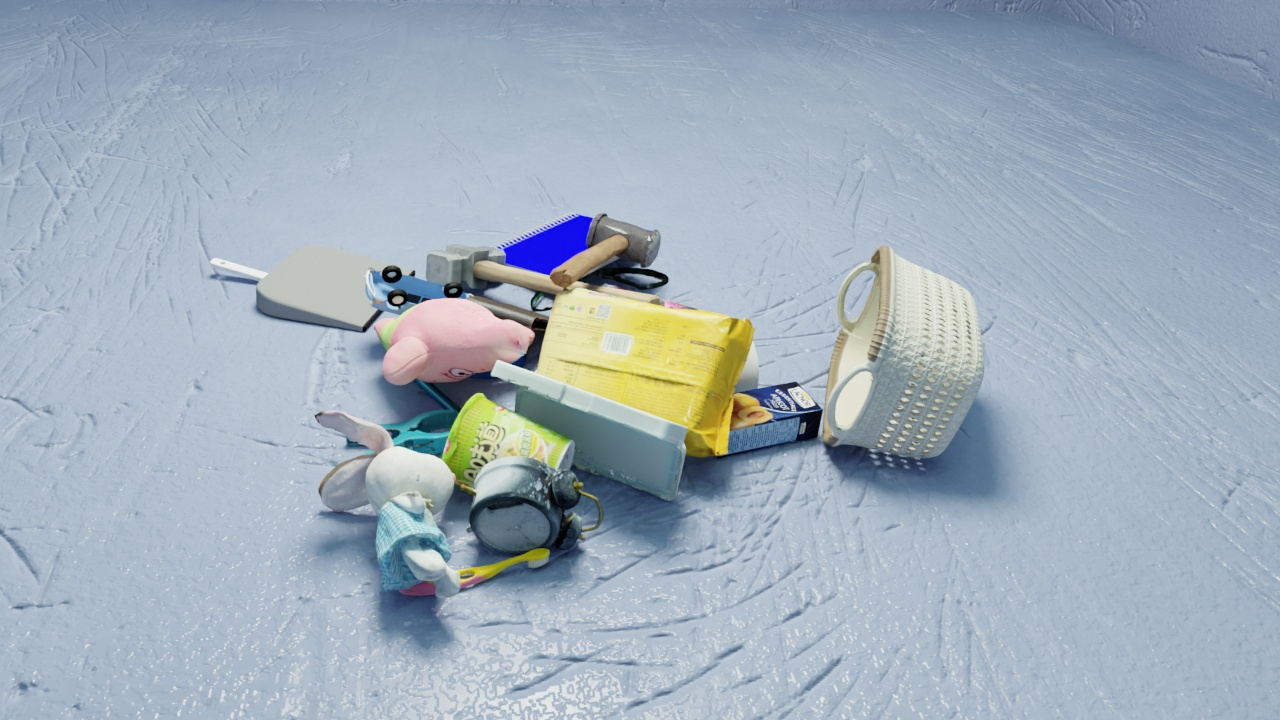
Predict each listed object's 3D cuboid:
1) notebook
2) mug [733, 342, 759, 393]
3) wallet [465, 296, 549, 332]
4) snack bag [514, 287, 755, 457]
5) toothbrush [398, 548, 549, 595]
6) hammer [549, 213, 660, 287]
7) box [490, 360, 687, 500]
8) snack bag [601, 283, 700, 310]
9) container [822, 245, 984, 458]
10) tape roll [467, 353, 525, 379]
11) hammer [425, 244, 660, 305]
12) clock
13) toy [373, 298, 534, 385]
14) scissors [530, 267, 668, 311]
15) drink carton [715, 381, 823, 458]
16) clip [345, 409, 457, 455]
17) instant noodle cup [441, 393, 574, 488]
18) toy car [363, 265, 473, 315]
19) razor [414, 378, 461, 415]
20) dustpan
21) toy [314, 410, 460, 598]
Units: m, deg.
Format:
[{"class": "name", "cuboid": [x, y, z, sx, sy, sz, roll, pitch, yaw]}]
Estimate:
[{"class": "notebook", "cuboid": [-0.109, -0.166, 1.347, 0.172, 0.022, 0.208, 18, 35, 34]}, {"class": "mug", "cuboid": [0.084, 0.001, 1.054, 0.089, 0.105, 0.073, -3, 46, -11]}, {"class": "wallet", "cuboid": [-0.152, -0.056, 1.144, 0.099, 0.031, 0.119, 16, 5, 18]}, {"class": "snack bag", "cuboid": [-0.006, 0.006, 0.984, 0.247, 0.068, 0.159, 11, 73, 21]}, {"class": "toothbrush", "cuboid": [-0.147, 0.190, 0.819, 0.135, 0.016, 0.021, -11, 38, -15]}, {"class": "hammer", "cuboid": [-0.053, -0.133, 1.151, 0.098, 0.052, 0.327, 19, 19, 8]}, {"class": "box", "cuboid": [-0.053, 0.067, 0.916, 0.197, 0.126, 0.075, 19, 35, 21]}, {"class": "snack bag", "cuboid": [-0.001, -0.066, 1.229, 0.155, 0.018, 0.074, 17, 34, 22]}, {"class": "container", "cuboid": [0.286, -0.005, 1.026, 0.143, 0.185, 0.245, 18, 36, 3]}, {"class": "tape roll", "cuboid": [-0.188, -0.009, 1.120, 0.091, 0.016, 0.093, -26, 43, -37]}, {"class": "hammer", "cuboid": [-0.122, -0.099, 1.180, 0.323, 0.051, 0.117, 14, 16, 28]}, {"class": "clock", "cuboid": [-0.098, 0.135, 0.843, 0.129, 0.090, 0.052, 1, 38, 2]}, {"class": "toy", "cuboid": [-0.196, -0.021, 1.008, 0.191, 0.097, 0.237, -16, 14, -39]}, {"class": "scissors", "cuboid": [-0.054, -0.110, 1.265, 0.204, 0.015, 0.201, 1, 28, 17]}, {"class": "drink carton", "cuboid": [0.132, 0.065, 1.019, 0.130, 0.040, 0.064, -9, 36, -20]}, {"class": "clip", "cuboid": [-0.252, 0.075, 0.979, 0.126, 0.028, 0.113, -7, 36, -16]}, {"class": "instant noodle cup", "cuboid": [-0.127, 0.095, 0.905, 0.108, 0.099, 0.098, 18, 35, 7]}, {"class": "toy car", "cuboid": [-0.270, -0.071, 1.131, 0.153, 0.055, 0.056, 14, 39, -38]}, {"class": "razor", "cuboid": [-0.240, 0.030, 1.053, 0.042, 0.022, 0.144, -10, 38, -43]}, {"class": "dustpan", "cuboid": [-0.458, -0.108, 1.237, 0.257, 0.033, 0.162, 16, 34, 3]}, {"class": "toy", "cuboid": [-0.205, 0.126, 0.817, 0.105, 0.131, 0.205, -20, 44, -32]}]
